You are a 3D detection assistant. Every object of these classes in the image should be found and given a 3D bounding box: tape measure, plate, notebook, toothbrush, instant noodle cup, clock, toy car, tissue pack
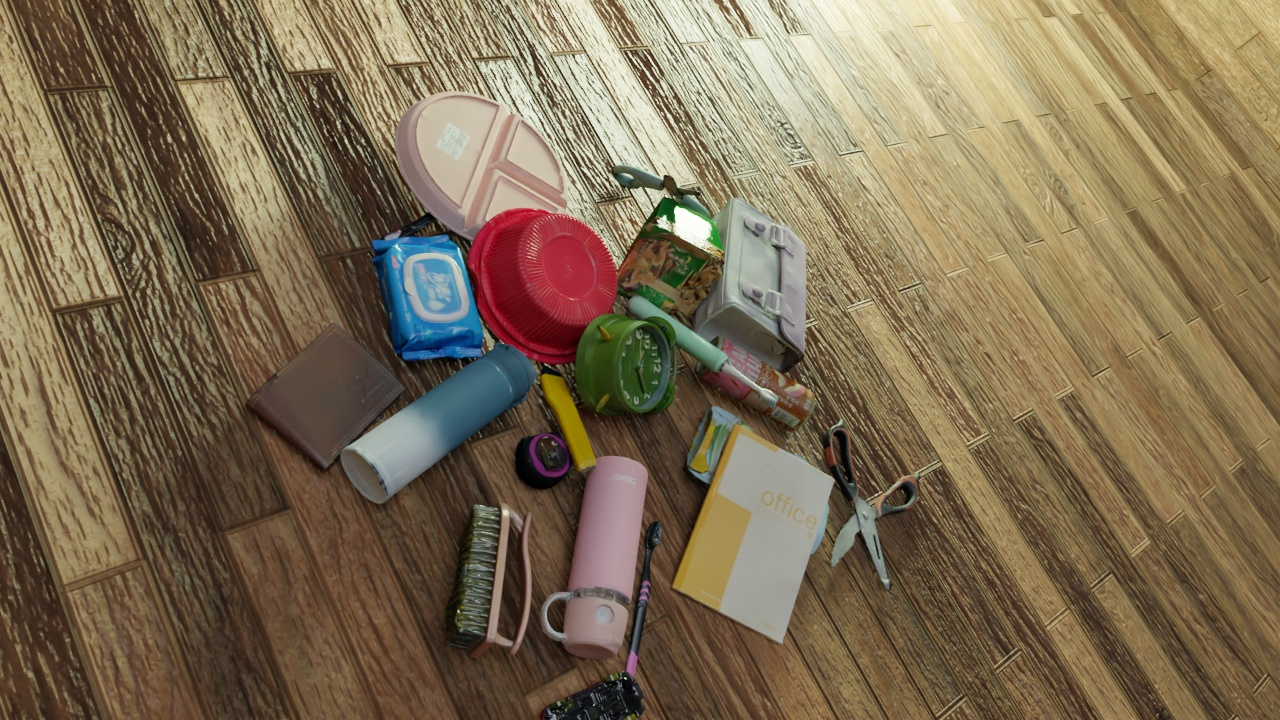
[{"bbox_3d":[-0.102,0.104,0.967,0.057,0.039,0.057,-6,66,-32],"label":"tape measure"},{"bbox_3d":[-0.183,-0.235,1.111,0.229,0.028,0.229,20,52,-28],"label":"plate"},{"bbox_3d":[0.132,0.193,1.038,0.146,0.010,0.205,30,65,-12],"label":"notebook"},{"bbox_3d":[0.072,-0.012,1.091,0.224,0.027,0.026,35,57,23],"label":"toothbrush"},{"bbox_3d":[-0.096,-0.095,1.045,0.193,0.066,0.193,12,69,-34],"label":"instant noodle cup"},{"bbox_3d":[0.003,0.253,0.954,0.014,0.018,0.188,24,55,-18],"label":"toothbrush"},{"bbox_3d":[-0.006,0.006,1.040,0.161,0.056,0.116,-3,96,-54],"label":"clock"},{"bbox_3d":[-0.044,0.333,0.869,0.106,0.031,0.049,-15,72,-34],"label":"toy car"},{"bbox_3d":[-0.229,-0.072,0.991,0.094,0.052,0.157,-6,66,-32],"label":"tissue pack"}]

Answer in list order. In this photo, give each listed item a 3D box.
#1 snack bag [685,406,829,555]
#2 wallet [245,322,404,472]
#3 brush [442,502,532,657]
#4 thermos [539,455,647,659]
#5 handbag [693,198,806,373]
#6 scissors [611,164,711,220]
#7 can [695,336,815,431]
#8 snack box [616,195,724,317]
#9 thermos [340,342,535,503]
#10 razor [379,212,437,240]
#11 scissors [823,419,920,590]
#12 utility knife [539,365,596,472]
[{"bbox_3d":[0.147,0.140,1.091,0.191,0.039,0.110,33,45,-10],"label":"snack bag"},{"bbox_3d":[-0.305,0.036,0.900,0.101,0.032,0.124,41,51,-5],"label":"wallet"},{"bbox_3d":[-0.139,0.204,0.874,0.073,0.063,0.145,15,54,-17],"label":"brush"},{"bbox_3d":[-0.046,0.195,0.931,0.087,0.067,0.198,17,56,-11],"label":"thermos"},{"bbox_3d":[0.152,-0.098,1.198,0.145,0.099,0.196,28,49,-24],"label":"handbag"},{"bbox_3d":[0.022,-0.222,1.185,0.179,0.173,0.019,28,88,13],"label":"scissors"},{"bbox_3d":[0.143,0.030,1.139,0.147,0.058,0.057,31,52,-11],"label":"can"},{"bbox_3d":[0.037,-0.137,1.152,0.117,0.118,0.105,26,41,-16],"label":"snack box"},{"bbox_3d":[-0.195,0.058,0.927,0.070,0.070,0.219,49,50,4],"label":"thermos"},{"bbox_3d":[-0.245,-0.161,1.055,0.042,0.022,0.142,48,51,5],"label":"razor"},{"bbox_3d":[0.281,0.177,1.157,0.189,0.015,0.221,50,50,5],"label":"scissors"},{"bbox_3d":[-0.081,0.063,0.993,0.033,0.015,0.154,12,37,-35],"label":"utility knife"}]
